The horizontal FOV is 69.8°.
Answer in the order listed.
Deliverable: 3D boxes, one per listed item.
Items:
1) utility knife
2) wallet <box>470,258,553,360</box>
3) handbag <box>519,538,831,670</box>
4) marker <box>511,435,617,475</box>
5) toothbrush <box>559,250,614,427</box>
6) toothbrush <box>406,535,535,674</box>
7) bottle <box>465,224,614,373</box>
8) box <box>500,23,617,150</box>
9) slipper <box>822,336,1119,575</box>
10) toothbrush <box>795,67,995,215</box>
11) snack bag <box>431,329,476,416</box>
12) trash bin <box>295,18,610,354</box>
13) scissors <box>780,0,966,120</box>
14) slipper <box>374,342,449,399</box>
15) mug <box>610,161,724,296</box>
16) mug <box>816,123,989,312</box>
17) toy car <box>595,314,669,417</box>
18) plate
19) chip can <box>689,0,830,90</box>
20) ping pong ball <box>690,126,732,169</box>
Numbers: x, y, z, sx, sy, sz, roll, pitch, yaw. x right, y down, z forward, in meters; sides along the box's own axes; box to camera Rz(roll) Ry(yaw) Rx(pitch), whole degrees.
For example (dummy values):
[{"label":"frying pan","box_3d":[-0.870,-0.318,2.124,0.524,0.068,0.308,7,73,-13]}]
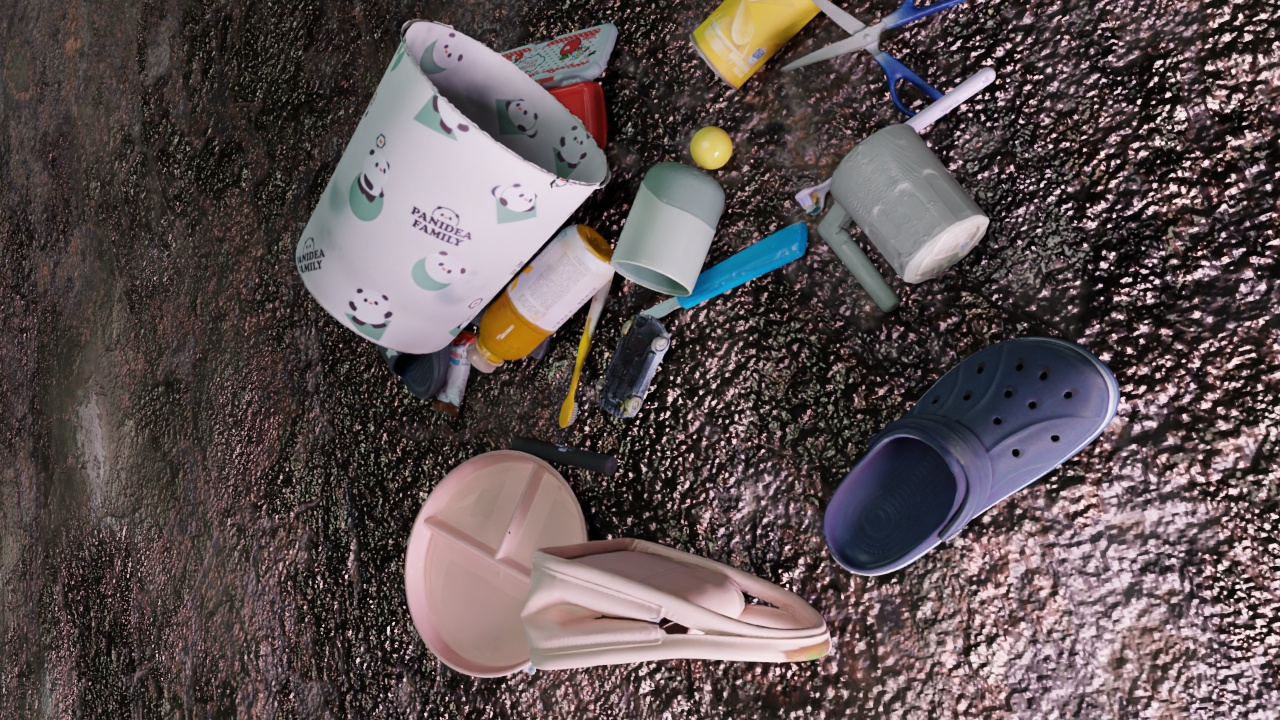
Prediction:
[{"label":"utility knife","box_3d":[0.074,-0.077,0.870,0.192,0.018,0.034,-25,53,30]},{"label":"wallet","box_3d":[-0.133,-0.065,1.010,0.121,0.019,0.097,28,101,33]},{"label":"handbag","box_3d":[0.040,0.208,0.756,0.234,0.193,0.093,2,86,25]},{"label":"marker","box_3d":[-0.080,0.098,0.947,0.132,0.020,0.022,8,104,35]},{"label":"toothbrush","box_3d":[-0.052,-0.022,0.950,0.016,0.018,0.191,15,89,32]},{"label":"toothbrush","box_3d":[-0.181,0.258,0.986,0.221,0.026,0.026,37,143,33]},{"label":"bottle","box_3d":[-0.107,-0.058,0.943,0.190,0.068,0.068,-42,62,22]},{"label":"box","box_3d":[-0.119,-0.290,1.016,0.201,0.060,0.161,-1,78,33]},{"label":"slipper","box_3d":[0.230,0.071,0.696,0.253,0.095,0.105,-45,63,24]},{"label":"toothbrush","box_3d":[0.213,-0.185,0.777,0.190,0.029,0.021,-34,32,31]},{"label":"snack bag","box_3d":[-0.211,0.011,1.045,0.045,0.026,0.105,16,94,32]},{"label":"trash bin","box_3d":[-0.194,-0.155,0.901,0.252,0.229,0.229,-48,60,24]},{"label":"scissors","box_3d":[0.208,-0.275,0.782,0.162,0.012,0.176,-40,82,12]},{"label":"slipper","box_3d":[-0.299,-0.073,1.063,0.111,0.083,0.268,-42,63,48]},{"label":"mug","box_3d":[0.022,-0.125,0.875,0.112,0.082,0.106,5,73,64]},{"label":"mug","box_3d":[0.209,-0.113,0.755,0.103,0.083,0.124,58,141,25]},{"label":"toy car","box_3d":[-0.005,0.005,0.902,0.049,0.031,0.106,31,101,33]},{"label":"plate","box_3d":[-0.148,0.208,0.951,0.230,0.028,0.229,-9,70,26]},{"label":"chip can","box_3d":[0.144,-0.346,0.831,0.214,0.072,0.072,-39,63,23]},{"label":"ping pong ball","box_3d":[0.068,-0.204,0.879,0.040,0.040,0.040,-6,79,33]}]
